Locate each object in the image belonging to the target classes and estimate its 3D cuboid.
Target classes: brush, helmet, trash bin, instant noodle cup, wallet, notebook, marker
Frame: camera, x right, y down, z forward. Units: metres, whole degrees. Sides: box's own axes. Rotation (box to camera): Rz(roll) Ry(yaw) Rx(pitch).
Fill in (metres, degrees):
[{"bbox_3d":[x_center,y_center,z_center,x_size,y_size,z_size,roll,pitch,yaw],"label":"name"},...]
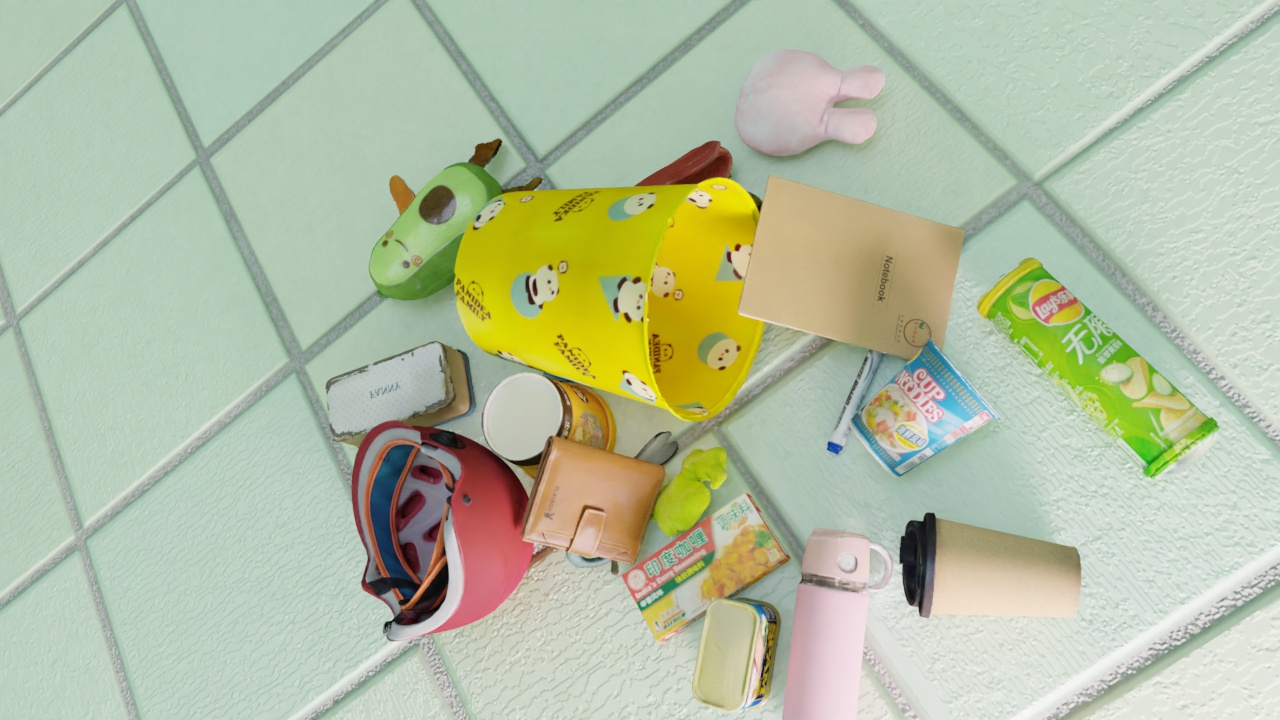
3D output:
[{"bbox_3d":[0.037,-0.190,1.019,0.146,0.069,0.063,-32,67,10],"label":"brush"},{"bbox_3d":[-0.201,0.171,0.969,0.240,0.143,0.207,46,119,42],"label":"helmet"},{"bbox_3d":[-0.034,-0.073,0.929,0.256,0.229,0.229,10,79,33],"label":"trash bin"},{"bbox_3d":[-0.101,0.071,0.975,0.119,0.114,0.118,-6,72,20],"label":"instant noodle cup"},{"bbox_3d":[-0.050,0.147,0.918,0.035,0.130,0.119,7,80,63],"label":"wallet"},{"bbox_3d":[0.210,-0.089,0.904,0.207,0.008,0.147,15,80,-4],"label":"notebook"},{"bbox_3d":[0.220,0.025,0.916,0.017,0.017,0.145,22,84,25],"label":"marker"},{"bbox_3d":[0.260,0.051,0.857,0.110,0.099,0.099,-42,65,13],"label":"instant noodle cup"}]

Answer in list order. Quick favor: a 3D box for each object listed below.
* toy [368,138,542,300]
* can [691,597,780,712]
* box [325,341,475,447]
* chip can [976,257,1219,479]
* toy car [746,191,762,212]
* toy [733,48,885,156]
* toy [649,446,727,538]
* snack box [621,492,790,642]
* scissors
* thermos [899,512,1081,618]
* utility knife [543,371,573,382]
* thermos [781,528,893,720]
[{"bbox_3d":[-0.234,-0.164,1.107,0.246,0.090,0.227,-47,58,0],"label":"toy"},{"bbox_3d":[0.090,0.275,0.859,0.057,0.083,0.102,7,78,23],"label":"can"},{"bbox_3d":[-0.280,0.040,1.085,0.184,0.061,0.089,-16,71,14],"label":"box"},{"bbox_3d":[0.405,0.007,0.819,0.072,0.072,0.221,-40,65,6],"label":"chip can"},{"bbox_3d":[0.143,-0.124,0.974,0.158,0.042,0.070,30,87,24],"label":"toy car"},{"bbox_3d":[0.181,-0.278,0.996,0.160,0.054,0.121,12,87,24],"label":"toy"},{"bbox_3d":[0.049,0.133,0.934,0.097,0.031,0.100,-13,48,51],"label":"toy"},{"bbox_3d":[0.064,0.208,0.920,0.156,0.027,0.077,-36,64,8],"label":"snack box"},{"bbox_3d":[-0.019,0.145,0.960,0.179,0.019,0.143,-30,102,-14],"label":"scissors"},{"bbox_3d":[0.303,0.185,0.805,0.143,0.093,0.093,4,76,13],"label":"thermos"},{"bbox_3d":[-0.006,0.006,1.008,0.218,0.018,0.034,-2,65,21],"label":"utility knife"},{"bbox_3d":[0.182,0.258,0.845,0.087,0.067,0.198,12,76,-8],"label":"thermos"}]
